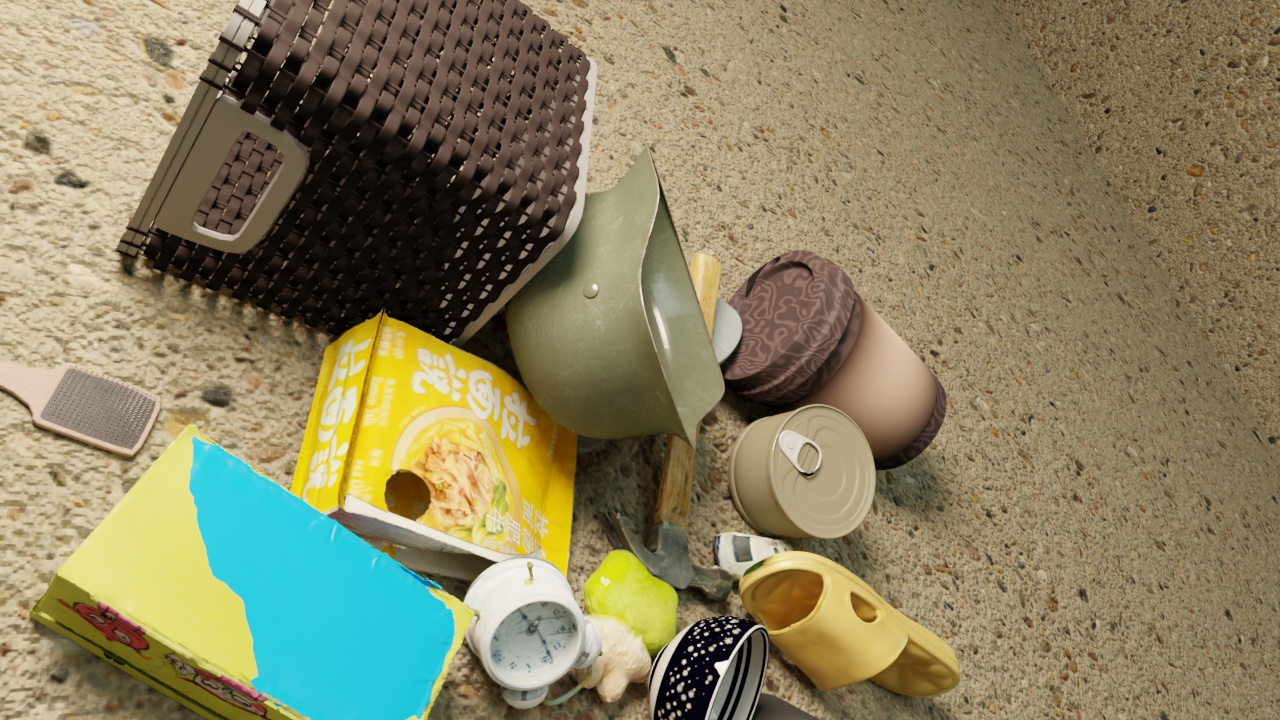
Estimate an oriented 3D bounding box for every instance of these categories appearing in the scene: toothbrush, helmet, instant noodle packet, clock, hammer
[{"bbox_3d":[-0.075,-0.063,0.904,0.016,0.017,0.189,54,40,7],"label":"toothbrush"},{"bbox_3d":[-0.029,-0.032,0.751,0.267,0.154,0.227,-102,173,-45],"label":"helmet"},{"bbox_3d":[-0.136,0.079,0.700,0.221,0.084,0.162,28,45,-34],"label":"instant noodle packet"},{"bbox_3d":[-0.075,0.196,0.650,0.083,0.057,0.118,-35,115,-12],"label":"clock"},{"bbox_3d":[0.041,0.046,0.853,0.132,0.033,0.329,22,62,-25],"label":"hammer"}]

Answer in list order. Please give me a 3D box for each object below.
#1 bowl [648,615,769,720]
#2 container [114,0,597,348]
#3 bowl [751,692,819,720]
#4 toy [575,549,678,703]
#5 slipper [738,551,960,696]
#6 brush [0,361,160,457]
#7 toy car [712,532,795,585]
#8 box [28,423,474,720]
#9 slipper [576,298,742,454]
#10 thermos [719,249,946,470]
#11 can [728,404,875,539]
[{"bbox_3d":[0.045,0.251,0.709,0.066,0.120,0.119,15,30,28],"label":"bowl"},{"bbox_3d":[-0.200,-0.171,0.704,0.243,0.248,0.245,28,44,-28],"label":"container"},{"bbox_3d":[0.128,0.328,0.750,0.124,0.053,0.123,24,46,-27],"label":"bowl"},{"bbox_3d":[-0.015,0.211,0.722,0.092,0.043,0.117,45,46,-20],"label":"toy"},{"bbox_3d":[0.190,0.260,0.828,0.263,0.100,0.078,33,44,-24],"label":"slipper"},{"bbox_3d":[-0.375,0.015,0.573,0.135,0.015,0.049,27,44,-24],"label":"brush"},{"bbox_3d":[0.114,0.188,0.866,0.105,0.033,0.048,16,48,-34],"label":"toy car"},{"bbox_3d":[-0.223,0.155,0.557,0.221,0.079,0.124,38,42,-17],"label":"box"},{"bbox_3d":[-0.005,0.005,0.898,0.267,0.055,0.098,-33,81,-39],"label":"slipper"},{"bbox_3d":[0.211,0.010,0.997,0.226,0.173,0.172,35,41,-25],"label":"thermos"},{"bbox_3d":[0.157,0.111,0.900,0.127,0.073,0.127,7,76,-29],"label":"can"}]
